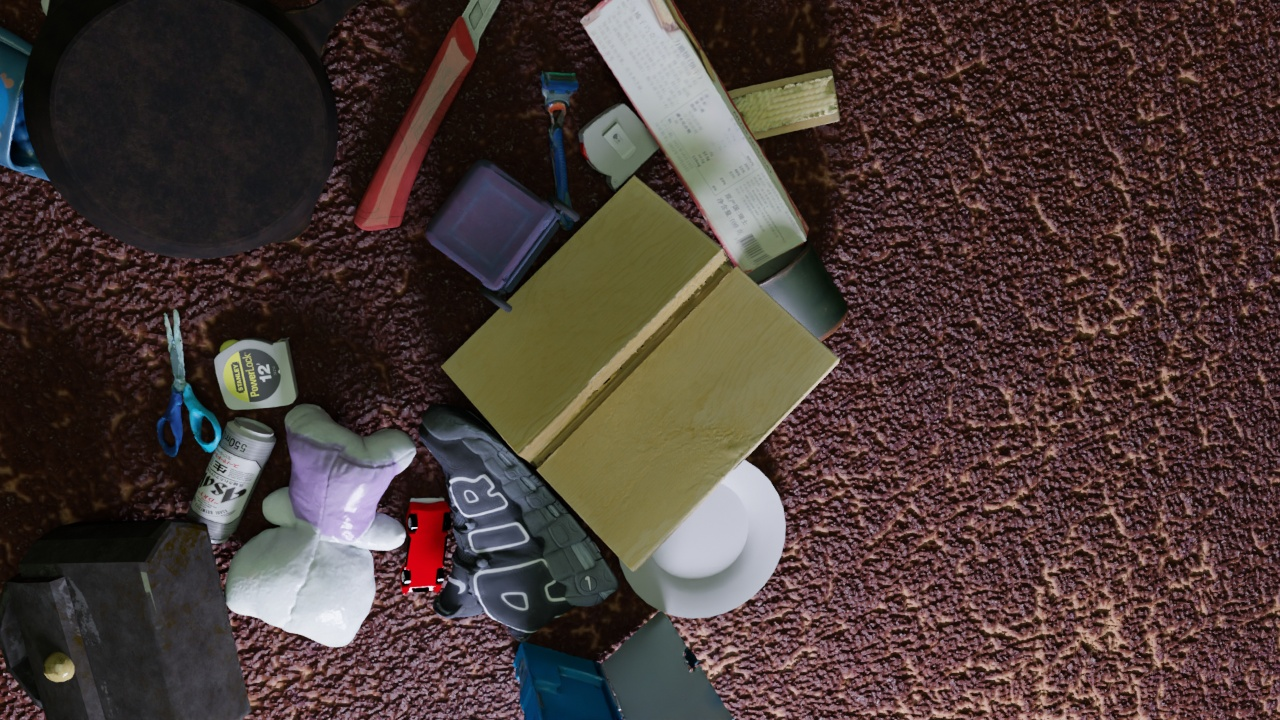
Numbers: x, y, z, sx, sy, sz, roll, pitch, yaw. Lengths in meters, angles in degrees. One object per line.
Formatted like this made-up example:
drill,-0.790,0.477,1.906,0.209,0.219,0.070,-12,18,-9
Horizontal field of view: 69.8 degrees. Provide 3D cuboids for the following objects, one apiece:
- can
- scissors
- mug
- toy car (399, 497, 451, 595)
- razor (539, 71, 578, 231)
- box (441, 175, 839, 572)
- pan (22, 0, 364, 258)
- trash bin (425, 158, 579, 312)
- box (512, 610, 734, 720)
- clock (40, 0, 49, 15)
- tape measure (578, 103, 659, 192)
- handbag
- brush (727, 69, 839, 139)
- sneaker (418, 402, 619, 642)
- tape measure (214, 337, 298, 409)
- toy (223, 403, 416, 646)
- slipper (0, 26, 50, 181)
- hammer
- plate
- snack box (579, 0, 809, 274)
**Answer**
can,-0.363,0.106,0.813,0.044,0.044,0.106,24,94,-14
scissors,-0.406,0.019,0.799,0.073,0.016,0.134,-11,93,19
mug,0.131,-0.051,0.865,0.111,0.085,0.081,-37,106,-4
toy car,-0.204,0.176,0.866,0.038,0.025,0.089,3,104,-29
razor,-0.074,-0.188,0.833,0.043,0.018,0.141,-14,107,-46
box,-0.005,0.005,0.799,0.247,0.076,0.257,-46,76,-1
pan,-0.305,-0.232,0.734,0.355,0.043,0.249,-44,125,-10
trash bin,-0.118,-0.107,0.764,0.092,0.161,0.094,37,91,-9
box,-0.023,0.313,0.814,0.166,0.243,0.075,-12,99,-11
clock,-0.404,-0.294,0.732,0.120,0.061,0.159,11,102,-14
tape measure,-0.021,-0.197,0.837,0.060,0.020,0.062,-44,114,-1
handbag,-0.462,0.237,0.778,0.200,0.102,0.197,-5,101,16
brush,0.131,-0.237,0.856,0.117,0.039,0.049,-14,101,-7
sneaker,-0.145,0.161,0.836,0.150,0.097,0.252,-41,111,-8
tape measure,-0.340,0.010,0.815,0.065,0.017,0.064,-9,101,-10
toy,-0.280,0.153,0.815,0.137,0.085,0.209,18,97,-13
slipper,-0.483,-0.189,0.726,0.213,0.059,0.104,29,107,-15
hammer,-0.168,-0.254,0.798,0.126,0.036,0.316,29,94,-12
plate,0.060,0.174,0.922,0.172,0.019,0.173,-2,100,-11
snack box,0.052,-0.210,0.827,0.077,0.044,0.273,-28,105,27
